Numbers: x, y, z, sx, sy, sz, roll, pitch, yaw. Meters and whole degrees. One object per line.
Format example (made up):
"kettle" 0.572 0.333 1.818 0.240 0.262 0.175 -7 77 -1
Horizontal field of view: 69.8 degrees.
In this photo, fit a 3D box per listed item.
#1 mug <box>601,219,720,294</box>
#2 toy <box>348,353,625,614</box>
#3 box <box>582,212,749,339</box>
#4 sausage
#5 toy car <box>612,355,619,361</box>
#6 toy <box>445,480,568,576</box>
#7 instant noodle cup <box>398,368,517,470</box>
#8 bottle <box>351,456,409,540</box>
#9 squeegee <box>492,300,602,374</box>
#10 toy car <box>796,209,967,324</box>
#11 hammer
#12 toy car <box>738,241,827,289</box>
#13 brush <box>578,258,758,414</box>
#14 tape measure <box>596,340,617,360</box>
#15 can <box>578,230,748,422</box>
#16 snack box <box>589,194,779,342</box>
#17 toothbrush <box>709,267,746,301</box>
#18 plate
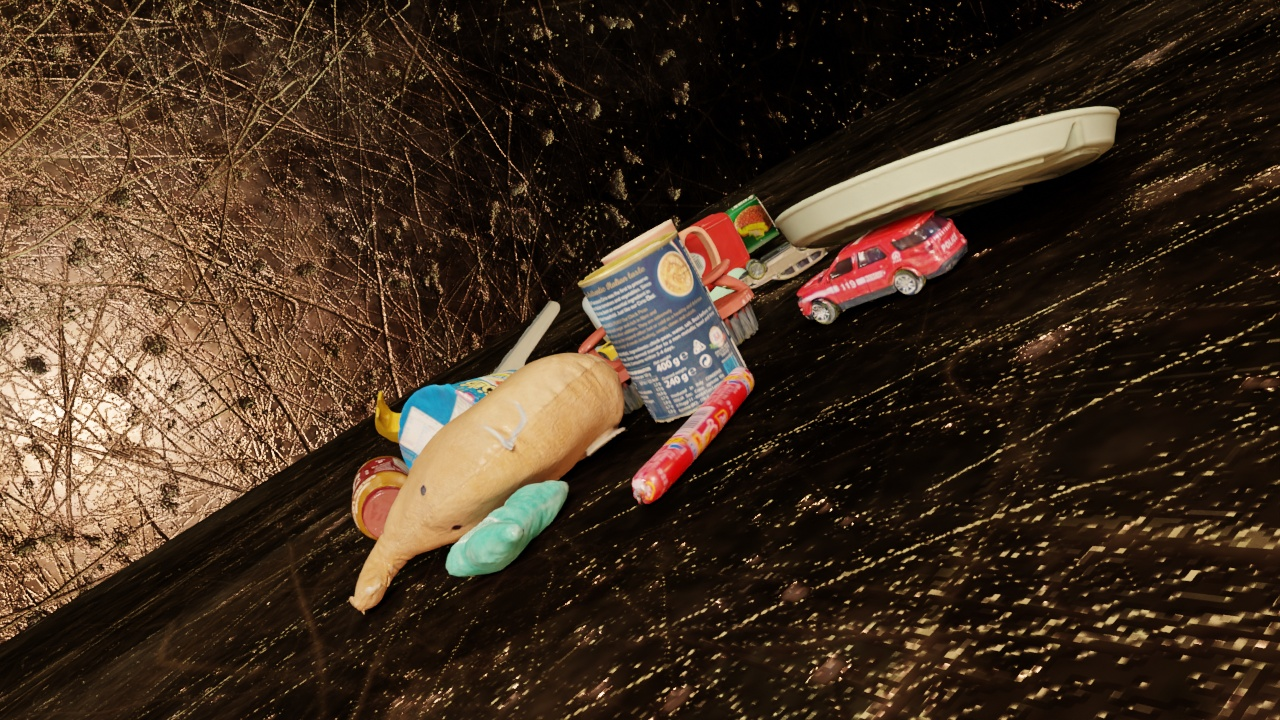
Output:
"mug" 0.033 -0.088 0.956 0.114 0.106 0.082 -33 9 -20
"toy" -0.104 0.072 0.609 0.225 0.082 0.144 -37 -10 -32
"box" 0.031 -0.087 1.042 0.200 0.090 0.068 -34 10 -25
"sausage" 0.035 0.038 0.522 0.020 0.020 0.155 -24 11 37
"toy car" -0.005 0.005 0.810 0.049 0.031 0.105 -28 8 13
"toy" -0.078 0.099 0.533 0.097 0.030 0.091 -33 0 34
"instant noodle cup" -0.127 0.054 0.766 0.099 0.099 0.109 -25 1 30
"bottle" -0.216 0.117 0.781 0.057 0.057 0.175 -33 9 -14
"squeegee" -0.097 0.009 1.073 0.247 0.039 0.245 -10 39 52
"toy car" 0.156 -0.063 0.613 0.121 0.045 0.052 -25 9 46
"hammer" -0.161 0.043 0.972 0.301 0.032 0.128 -17 -29 29
"toy car" 0.138 -0.096 0.893 0.090 0.035 0.042 -30 7 8
"brush" 0.026 -0.022 0.729 0.145 0.069 0.063 -31 10 -6
"tape measure" -0.015 -0.010 0.937 0.057 0.029 0.060 -34 9 -31
"can" 0.017 -0.022 0.623 0.075 0.111 0.075 -28 10 5
"snack box" 0.051 -0.113 1.145 0.239 0.063 0.115 -34 2 -26
"toothbrush" 0.070 -0.048 0.880 0.027 0.026 0.223 -69 -10 27
"plate" 0.206 -0.118 0.630 0.230 0.027 0.230 -16 -2 -1
